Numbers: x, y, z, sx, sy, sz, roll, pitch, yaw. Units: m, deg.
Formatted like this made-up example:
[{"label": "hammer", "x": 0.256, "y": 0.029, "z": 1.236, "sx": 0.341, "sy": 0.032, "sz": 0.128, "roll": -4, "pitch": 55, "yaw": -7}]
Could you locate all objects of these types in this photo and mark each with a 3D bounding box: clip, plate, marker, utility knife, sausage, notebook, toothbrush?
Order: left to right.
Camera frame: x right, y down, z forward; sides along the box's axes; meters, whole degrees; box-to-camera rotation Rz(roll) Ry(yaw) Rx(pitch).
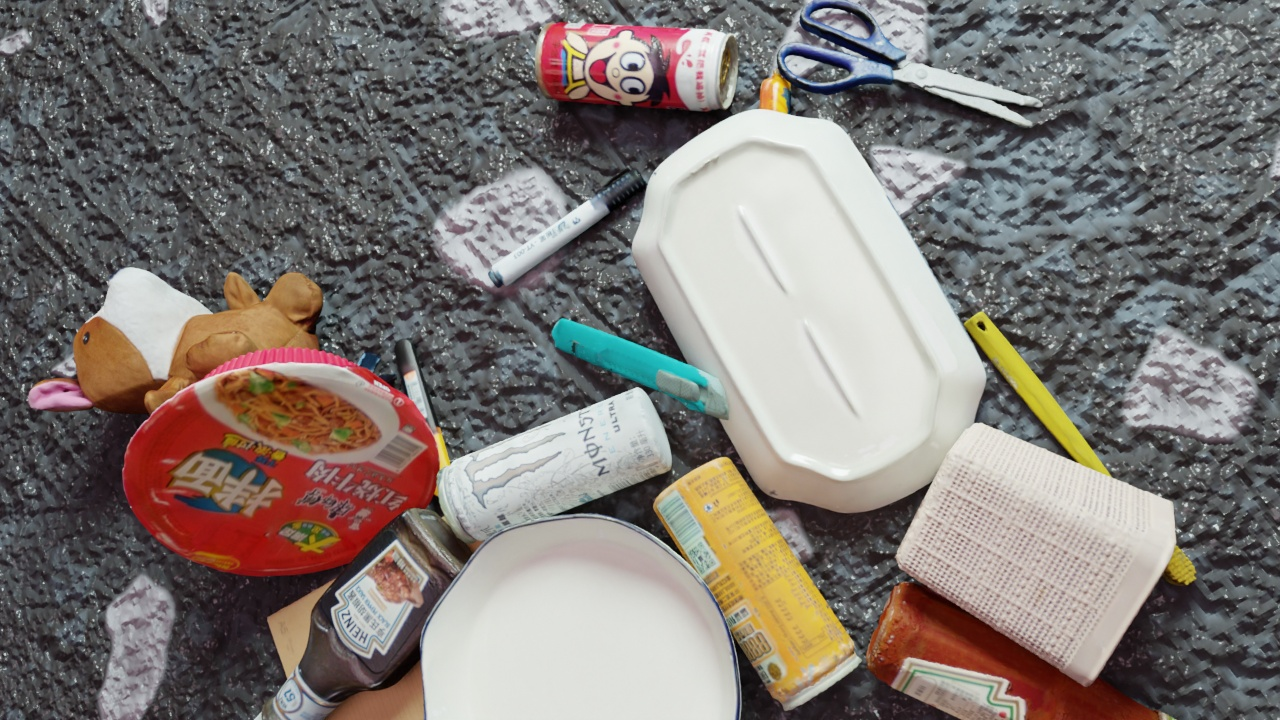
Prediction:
[{"label": "clip", "x": -0.208, "y": 0.023, "z": 0.676, "sx": 0.045, "sy": 0.027, "sz": 0.058, "roll": 43, "pitch": 95, "yaw": 10}, {"label": "notebook", "x": -0.154, "y": 0.201, "z": 0.639, "sx": 0.212, "sy": 0.012, "sz": 0.149, "roll": -30, "pitch": 73, "yaw": 10}, {"label": "marker", "x": -0.157, "y": 0.040, "z": 0.664, "sx": 0.018, "sy": 0.015, "sz": 0.123, "roll": -24, "pitch": 73, "yaw": 10}, {"label": "marker", "x": -0.054, "y": -0.094, "z": 0.653, "sx": 0.131, "sy": 0.018, "sz": 0.022, "roll": -33, "pitch": 65, "yaw": 9}, {"label": "plate", "x": -0.036, "y": 0.196, "z": 0.558, "sx": 0.205, "sy": 0.045, "sz": 0.204, "roll": -4, "pitch": 79, "yaw": 19}, {"label": "utility knife", "x": -0.004, "y": 0.004, "z": 0.605, "sx": 0.151, "sy": 0.012, "sz": 0.029, "roll": 22, "pitch": 114, "yaw": 34}, {"label": "sausage", "x": 0.087, "y": -0.117, "z": 0.612, "sx": 0.021, "sy": 0.021, "sz": 0.165, "roll": 1, "pitch": 82, "yaw": 17}, {"label": "plate", "x": 0.098, "y": -0.032, "z": 0.568, "sx": 0.162, "sy": 0.034, "sz": 0.265, "roll": -29, "pitch": 82, "yaw": 14}, {"label": "toothbrush", "x": 0.255, "y": 0.048, "z": 0.537, "sx": 0.016, "sy": 0.016, "sz": 0.190, "roll": -36, "pitch": 73, "yaw": 8}]

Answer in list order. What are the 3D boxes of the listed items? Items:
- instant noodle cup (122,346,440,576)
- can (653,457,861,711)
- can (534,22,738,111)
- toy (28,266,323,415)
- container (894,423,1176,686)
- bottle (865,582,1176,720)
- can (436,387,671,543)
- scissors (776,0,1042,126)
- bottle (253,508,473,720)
[{"label": "instant noodle cup", "x": -0.234, "y": 0.059, "z": 0.616, "sx": 0.194, "sy": 0.194, "sz": 0.065, "roll": -32, "pitch": 42, "yaw": 9}, {"label": "can", "x": 0.069, "y": 0.132, "z": 0.558, "sx": 0.058, "sy": 0.058, "sz": 0.146, "roll": -36, "pitch": 73, "yaw": 8}, {"label": "can", "x": -0.002, "y": -0.203, "z": 0.636, "sx": 0.133, "sy": 0.053, "sz": 0.053, "roll": 10, "pitch": 84, "yaw": 18}, {"label": "toy", "x": -0.338, "y": -0.010, "z": 0.673, "sx": 0.200, "sy": 0.139, "sz": 0.130, "roll": -3, "pitch": 118, "yaw": 24}, {"label": "container", "x": 0.210, "y": 0.097, "z": 0.497, "sx": 0.111, "sy": 0.089, "sz": 0.090, "roll": 28, "pitch": 111, "yaw": 22}, {"label": "bottle", "x": 0.230, "y": 0.187, "z": 0.501, "sx": 0.206, "sy": 0.059, "sz": 0.059, "roll": 21, "pitch": 87, "yaw": 16}, {"label": "can", "x": -0.055, "y": 0.070, "z": 0.600, "sx": 0.147, "sy": 0.058, "sz": 0.058, "roll": -22, "pitch": 76, "yaw": 8}, {"label": "scissors", "x": 0.168, "y": -0.180, "z": 0.596, "sx": 0.124, "sy": 0.012, "sz": 0.173, "roll": -35, "pitch": 70, "yaw": -6}, {"label": "bottle", "x": -0.193, "y": 0.192, "z": 0.624, "sx": 0.080, "sy": 0.044, "sz": 0.195, "roll": 43, "pitch": 95, "yaw": 21}]
